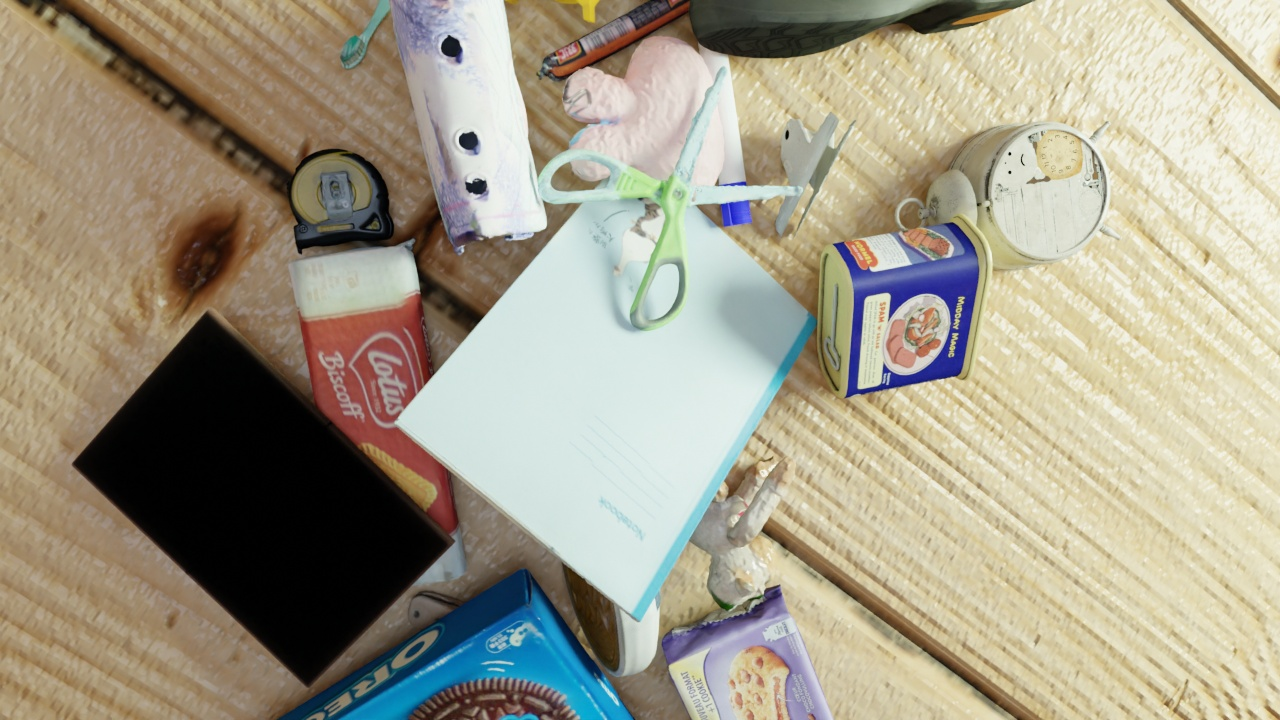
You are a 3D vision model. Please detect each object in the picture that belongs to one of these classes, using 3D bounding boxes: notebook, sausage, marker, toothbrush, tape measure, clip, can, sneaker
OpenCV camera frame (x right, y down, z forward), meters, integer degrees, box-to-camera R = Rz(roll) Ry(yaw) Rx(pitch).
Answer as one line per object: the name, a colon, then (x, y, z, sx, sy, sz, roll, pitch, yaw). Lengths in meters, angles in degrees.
notebook: (-0.003, 0.003, 0.569, 0.181, 0.009, 0.252, 41, 59, -10)
sausage: (0.000, -0.222, 0.602, 0.155, 0.020, 0.020, -30, 99, -3)
marker: (0.055, -0.162, 0.616, 0.020, 0.020, 0.141, -10, 98, -7)
toothbrush: (-0.150, -0.242, 0.580, 0.022, 0.017, 0.135, 35, 91, -7)
tape measure: (-0.192, -0.103, 0.581, 0.061, 0.034, 0.061, -11, 96, -7)
clip: (-0.127, 0.176, 0.630, 0.052, 0.059, 0.026, 5, 98, -48)
can: (0.171, -0.032, 0.609, 0.092, 0.056, 0.116, -11, 130, -4)
notebook: (-0.240, 0.090, 0.583, 0.209, 0.008, 0.141, 45, 99, -3)
clip: (0.107, -0.136, 0.611, 0.045, 0.102, 0.055, 6, 52, -14)
sneaker: (-0.007, 0.088, 0.614, 0.079, 0.088, 0.235, -6, 92, -27)
sneaker: (0.139, -0.276, 0.570, 0.237, 0.101, 0.143, -14, 100, -15)

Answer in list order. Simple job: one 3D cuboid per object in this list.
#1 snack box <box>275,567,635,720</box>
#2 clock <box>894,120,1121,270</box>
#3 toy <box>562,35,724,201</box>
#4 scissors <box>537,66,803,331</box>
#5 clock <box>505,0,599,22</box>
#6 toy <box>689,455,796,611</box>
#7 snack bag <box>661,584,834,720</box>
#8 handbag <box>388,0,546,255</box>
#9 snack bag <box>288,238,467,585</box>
snack box: (-0.123, 0.280, 0.606, 0.239, 0.056, 0.195, -32, 107, -1)
clock: (0.250, -0.110, 0.628, 0.156, 0.061, 0.103, -11, 97, -9)
toy: (0.002, -0.153, 0.588, 0.105, 0.053, 0.108, -6, 94, -18)
scissors: (0.018, -0.103, 0.563, 0.172, 0.023, 0.171, 18, 87, -12)
clock: (-0.042, -0.281, 0.566, 0.099, 0.043, 0.130, 19, 103, 18)
toy: (0.068, 0.115, 0.610, 0.074, 0.085, 0.106, 5, 84, -10)
snack bag: (0.091, 0.263, 0.650, 0.096, 0.058, 0.205, -22, 101, -2)
handbag: (-0.100, -0.146, 0.543, 0.069, 0.126, 0.158, -12, 96, -9)
snack bag: (-0.168, 0.038, 0.598, 0.077, 0.041, 0.225, -9, 99, -5)
